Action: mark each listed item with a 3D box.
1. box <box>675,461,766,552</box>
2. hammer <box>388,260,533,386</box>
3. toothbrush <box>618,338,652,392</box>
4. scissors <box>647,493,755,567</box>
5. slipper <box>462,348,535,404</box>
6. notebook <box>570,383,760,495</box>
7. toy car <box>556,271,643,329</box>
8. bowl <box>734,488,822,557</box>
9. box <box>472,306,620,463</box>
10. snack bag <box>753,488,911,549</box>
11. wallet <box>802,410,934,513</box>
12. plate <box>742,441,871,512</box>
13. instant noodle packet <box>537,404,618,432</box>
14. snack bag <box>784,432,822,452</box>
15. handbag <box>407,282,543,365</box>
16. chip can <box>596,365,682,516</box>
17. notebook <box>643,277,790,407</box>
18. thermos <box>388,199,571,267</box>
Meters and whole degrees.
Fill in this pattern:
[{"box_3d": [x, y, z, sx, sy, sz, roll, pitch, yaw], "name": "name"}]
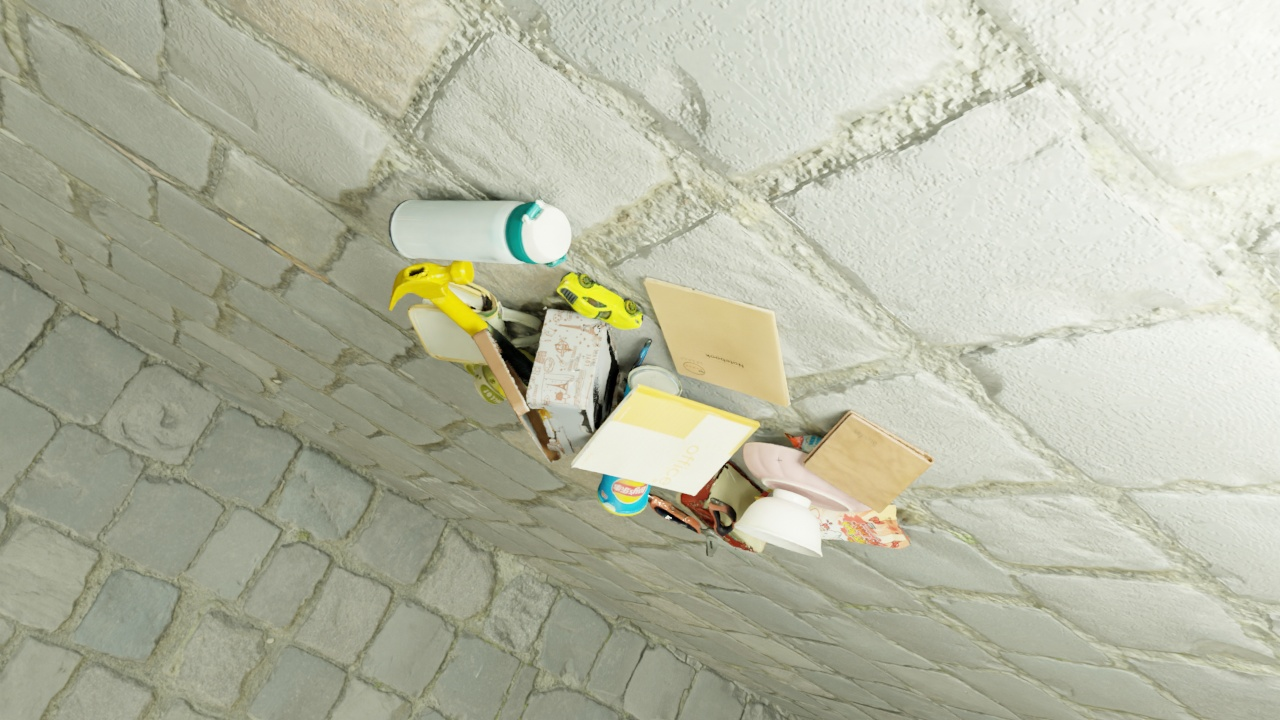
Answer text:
[{"box_3d": [0.140, 0.223, 1.393, 0.078, 0.091, 0.168, 6, 150, 47], "name": "box"}, {"box_3d": [-0.204, -0.038, 1.158, 0.129, 0.032, 0.301, -6, 153, 21], "name": "hammer"}, {"box_3d": [-0.007, 0.007, 1.181, 0.016, 0.014, 0.190, 48, 159, 9], "name": "toothbrush"}, {"box_3d": [0.103, 0.249, 1.354, 0.225, 0.015, 0.189, 35, 150, -17], "name": "scissors"}, {"box_3d": [-0.205, 0.031, 1.367, 0.191, 0.081, 0.091, 8, 154, 44], "name": "slipper"}, {"box_3d": [0.034, 0.104, 1.150, 0.206, 0.010, 0.146, 19, 122, -36], "name": "notebook"}, {"box_3d": [-0.046, -0.063, 1.044, 0.105, 0.032, 0.048, 28, 158, -8], "name": "toy car"}, {"box_3d": [0.187, 0.205, 1.189, 0.118, 0.064, 0.118, 19, 167, 4], "name": "bowl"}, {"box_3d": [-0.124, 0.036, 1.149, 0.166, 0.150, 0.182, 8, 154, 9], "name": "box"}, {"box_3d": [0.273, 0.228, 1.312, 0.208, 0.073, 0.128, 4, 149, 30], "name": "snack bag"}, {"box_3d": [0.262, 0.118, 1.063, 0.115, 0.020, 0.101, 30, 127, -4], "name": "wallet"}, {"box_3d": [0.220, 0.158, 1.186, 0.192, 0.039, 0.192, 20, 167, 5], "name": "plate"}, {"box_3d": [-0.080, 0.081, 1.319, 0.128, 0.044, 0.111, 44, 122, -12], "name": "instant noodle packet"}, {"box_3d": [0.230, 0.111, 1.127, 0.104, 0.026, 0.048, 12, 174, 30], "name": "snack bag"}, {"box_3d": [-0.210, -0.049, 1.239, 0.179, 0.063, 0.163, 9, 156, 4], "name": "handbag"}, {"box_3d": [-0.004, 0.108, 1.198, 0.071, 0.071, 0.211, 23, 128, 10], "name": "chip can"}, {"box_3d": [0.090, -0.017, 1.026, 0.148, 0.008, 0.208, 17, 156, 22], "name": "notebook"}, {"box_3d": [-0.170, -0.135, 0.973, 0.225, 0.073, 0.073, 8, 152, 37], "name": "thermos"}]
